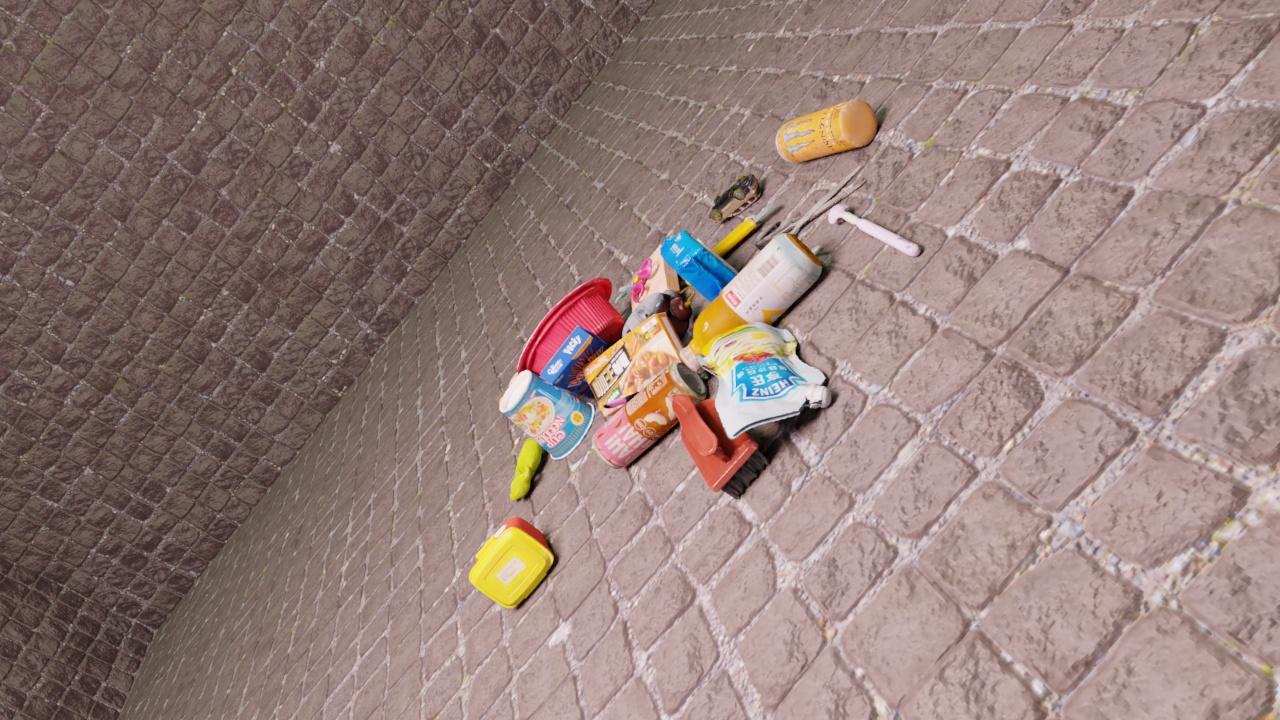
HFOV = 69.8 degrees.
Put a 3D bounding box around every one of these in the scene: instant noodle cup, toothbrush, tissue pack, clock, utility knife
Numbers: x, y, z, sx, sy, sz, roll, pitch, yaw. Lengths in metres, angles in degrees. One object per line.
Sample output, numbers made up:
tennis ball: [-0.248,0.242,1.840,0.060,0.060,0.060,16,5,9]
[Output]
instant noodle cup: [-0.138,0.073,1.306,0.099,0.110,0.099,-43,24,24]
toothbrush: [0.018,0.039,1.152,0.190,0.014,0.017,-21,46,41]
tissue pack: [0.081,-0.119,1.186,0.052,0.095,0.157,-49,20,7]
toothbrush: [0.249,-0.139,0.983,0.029,0.021,0.189,-48,24,7]
clock: [0.029,-0.055,1.242,0.122,0.055,0.082,-49,21,6]
instant noodle cup: [-0.090,-0.028,1.345,0.193,0.066,0.194,-44,-14,-14]
utility knife: [0.120,-0.157,1.263,0.193,0.015,0.033,-40,25,37]

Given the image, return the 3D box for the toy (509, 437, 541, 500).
toy: [-0.165,0.156,1.333,0.097,0.031,0.100,142,148,-71]

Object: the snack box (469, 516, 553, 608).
snack box: [-0.160,0.244,1.137,0.091,0.082,0.080,-50,12,6]

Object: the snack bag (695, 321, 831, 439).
snack bag: [0.122,0.015,0.940,0.110,0.039,0.190,-11,24,-3]

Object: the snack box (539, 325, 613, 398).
snack box: [-0.077,0.005,1.277,0.084,0.026,0.157,-51,-19,4]

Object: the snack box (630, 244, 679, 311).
snack box: [0.020,-0.105,1.358,0.085,0.026,0.157,-52,21,24]

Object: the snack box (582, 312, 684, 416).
snack box: [-0.007,0.007,1.197,0.154,0.075,0.026,-36,-15,37]

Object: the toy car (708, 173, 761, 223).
toy car: [0.134,-0.230,1.323,0.091,0.035,0.042,-34,27,39]

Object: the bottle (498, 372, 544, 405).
bottle: [-0.187,0.048,1.505,0.109,0.063,0.063,-38,26,33]

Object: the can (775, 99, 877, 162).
can: [0.237,-0.294,1.184,0.058,0.058,0.146,-58,22,-12]

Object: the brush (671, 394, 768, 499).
brush: [0.072,0.077,0.939,0.063,0.069,0.145,-49,22,7]

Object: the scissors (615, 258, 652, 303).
scissors: [-0.015,-0.102,1.386,0.138,0.017,0.077,-36,39,60]

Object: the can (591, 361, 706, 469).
can: [0.010,0.066,1.093,0.148,0.058,0.057,-43,24,24]

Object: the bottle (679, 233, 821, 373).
bottle: [0.121,-0.061,1.050,0.190,0.068,0.068,-45,23,18]

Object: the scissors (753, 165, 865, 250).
scissors: [0.202,-0.171,1.137,0.170,0.014,0.160,-57,25,-15]
